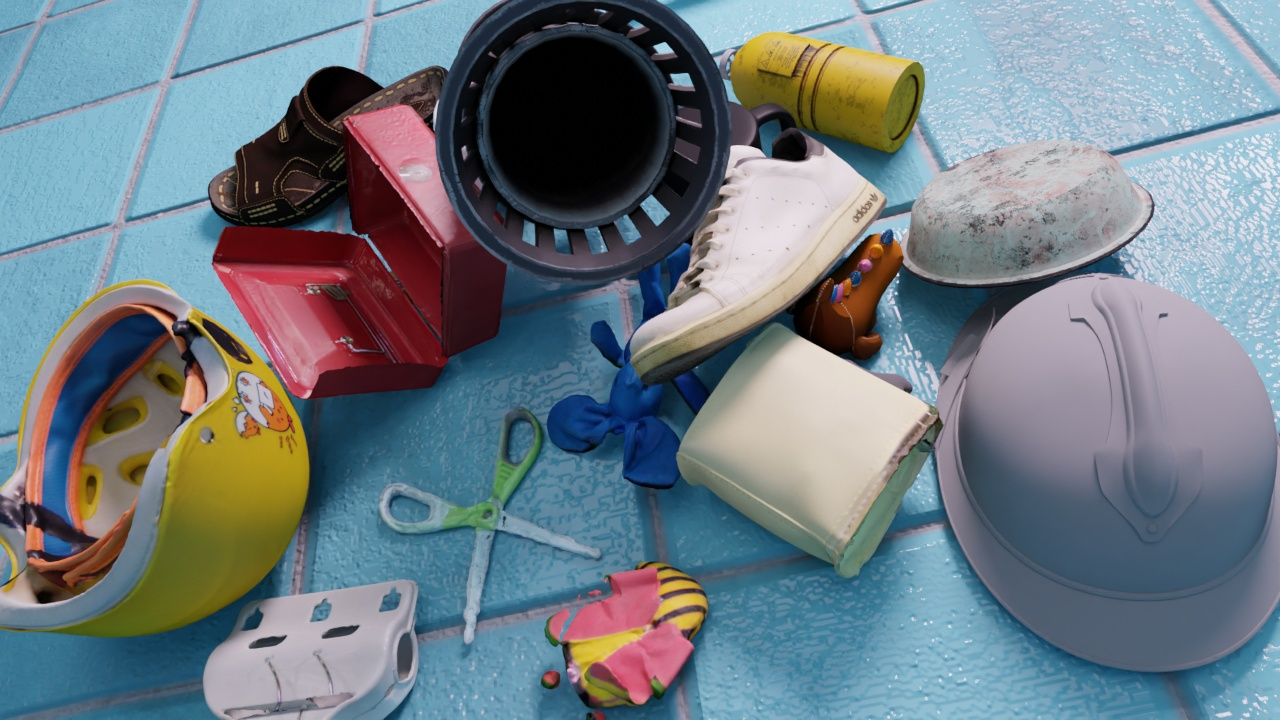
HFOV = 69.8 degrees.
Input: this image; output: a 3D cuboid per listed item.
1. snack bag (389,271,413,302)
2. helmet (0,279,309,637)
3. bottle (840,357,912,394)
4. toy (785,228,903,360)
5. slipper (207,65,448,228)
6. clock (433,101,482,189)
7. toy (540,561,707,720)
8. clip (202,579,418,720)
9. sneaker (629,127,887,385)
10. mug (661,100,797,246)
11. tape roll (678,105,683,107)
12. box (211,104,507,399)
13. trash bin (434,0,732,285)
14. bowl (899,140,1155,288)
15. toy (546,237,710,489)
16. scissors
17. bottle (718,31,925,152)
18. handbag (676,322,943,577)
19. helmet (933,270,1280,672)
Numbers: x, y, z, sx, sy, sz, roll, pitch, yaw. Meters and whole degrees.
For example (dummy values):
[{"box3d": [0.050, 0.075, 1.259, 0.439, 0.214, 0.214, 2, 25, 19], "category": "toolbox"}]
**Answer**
[{"box3d": [-0.184, -0.061, 0.751, 0.099, 0.020, 0.026, -5, 55, 14], "category": "snack bag"}, {"box3d": [-0.310, 0.071, 0.610, 0.209, 0.139, 0.239, -39, 49, 11], "category": "helmet"}, {"box3d": [0.118, 0.013, 0.592, 0.110, 0.036, 0.036, 19, 62, 28], "category": "bottle"}, {"box3d": [0.137, -0.051, 0.594, 0.070, 0.103, 0.090, 37, 84, 20], "category": "toy"}, {"box3d": [-0.293, -0.206, 0.844, 0.268, 0.076, 0.112, -23, 53, 11], "category": "slipper"}, {"box3d": [-0.112, -0.196, 0.803, 0.125, 0.073, 0.160, 16, 55, 16], "category": "clock"}, {"box3d": [-0.006, 0.157, 0.521, 0.103, 0.046, 0.084, -42, 40, -21], "category": "toy"}, {"box3d": [-0.198, 0.198, 0.541, 0.125, 0.073, 0.142, -13, 44, 11], "category": "clip"}, {"box3d": [0.065, -0.081, 0.583, 0.240, 0.089, 0.102, -40, 94, -37], "category": "sneaker"}, {"box3d": [0.070, -0.147, 0.694, 0.113, 0.088, 0.078, -33, 52, -9], "category": "mug"}, {"box3d": [0.008, -0.204, 0.804, 0.093, 0.013, 0.092, -9, 52, 11], "category": "tape roll"}, {"box3d": [-0.183, -0.083, 0.664, 0.157, 0.153, 0.169, 48, 115, 24], "category": "box"}, {"box3d": [-0.052, -0.166, 0.609, 0.164, 0.164, 0.227, -23, 27, -1], "category": "trash bin"}, {"box3d": [0.244, -0.103, 0.601, 0.157, 0.038, 0.157, -18, 27, 9], "category": "bowl"}, {"box3d": [-0.004, 0.004, 0.619, 0.113, 0.071, 0.176, 5, 66, 23], "category": "toy"}, {"box3d": [-0.104, 0.105, 0.609, 0.174, 0.022, 0.171, 0, 52, 10], "category": "scissors"}, {"box3d": [0.138, -0.224, 0.742, 0.164, 0.071, 0.071, 26, 65, 31], "category": "bottle"}, {"box3d": [0.101, 0.051, 0.532, 0.119, 0.081, 0.111, 29, 78, 29], "category": "handbag"}, {"box3d": [0.255, 0.016, 0.496, 0.183, 0.118, 0.270, -3, 52, 15], "category": "helmet"}]
